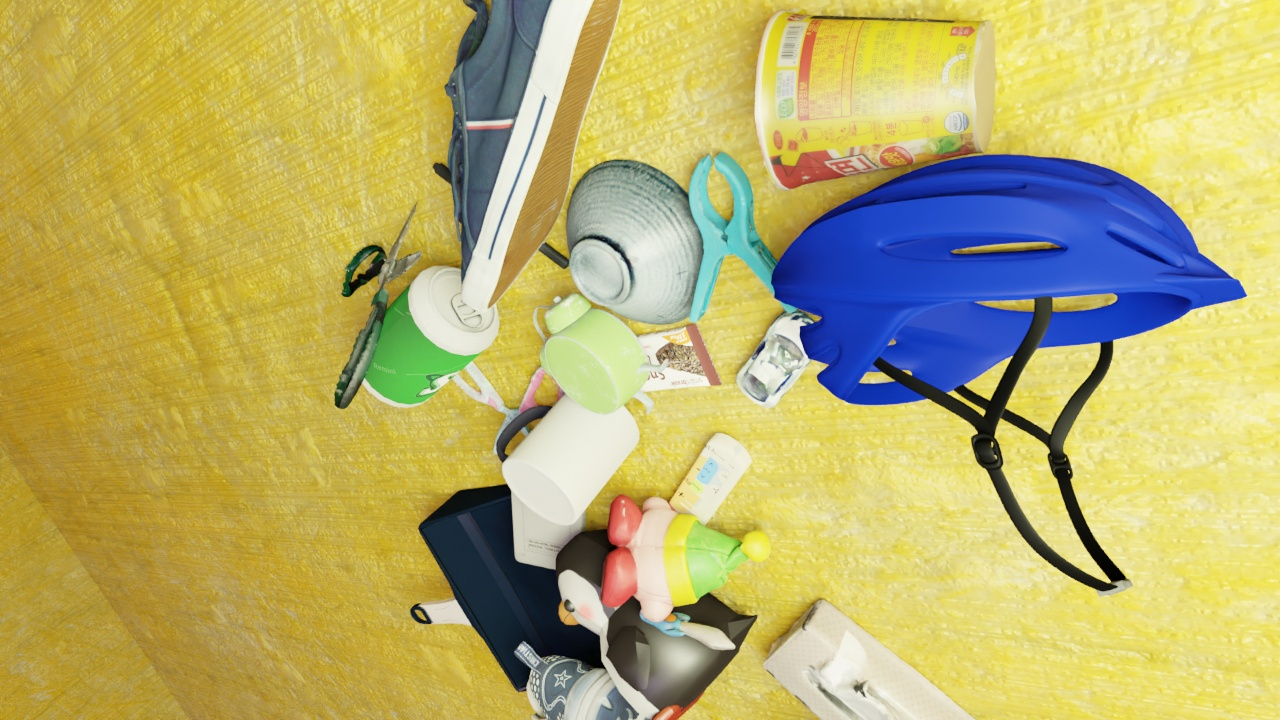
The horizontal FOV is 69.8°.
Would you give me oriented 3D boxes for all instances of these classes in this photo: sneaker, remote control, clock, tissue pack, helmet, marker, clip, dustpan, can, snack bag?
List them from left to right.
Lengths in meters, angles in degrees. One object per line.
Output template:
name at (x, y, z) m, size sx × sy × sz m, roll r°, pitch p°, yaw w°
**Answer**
can at (-0.198, -0.020, 0.845) m, size 0.140 × 0.087 × 0.088 m, roll -36°, pitch 93°, yaw 39°
sneaker at (-0.110, -0.169, 0.670) m, size 0.127 × 0.120 × 0.295 m, roll 26°, pitch 130°, yaw 6°
marker at (-0.119, -0.124, 0.776) m, size 0.152 × 0.011 × 0.011 m, roll 37°, pitch 136°, yaw 12°
dustpan at (-0.153, 0.262, 1.021) m, size 0.274 × 0.079 × 0.236 m, roll -14°, pitch 109°, yaw 44°
remote control at (-0.091, 0.145, 0.914) m, size 0.074 × 0.019 × 0.151 m, roll 9°, pitch 121°, yaw 13°
sneaker at (-0.061, 0.381, 0.984) m, size 0.132 × 0.103 × 0.270 m, roll 23°, pitch 149°, yaw 23°
clock at (-0.041, -0.004, 0.743) m, size 0.119 × 0.042 × 0.095 m, roll 37°, pitch 146°, yaw 17°
snack bag at (-0.004, 0.005, 0.770) m, size 0.158 × 0.013 × 0.057 m, roll -7°, pitch 115°, yaw 42°
remote control at (0.057, 0.107, 0.789) m, size 0.038 × 0.018 × 0.126 m, roll 39°, pitch 138°, yaw 11°
clip at (0.055, -0.085, 0.642) m, size 0.097 × 0.026 × 0.116 m, roll -7°, pitch 111°, yaw 23°
tissue pack at (0.195, 0.291, 0.772) m, size 0.181 × 0.071 × 0.104 m, roll 41°, pitch 138°, yaw 13°
helmet at (0.178, 0.006, 0.485) m, size 0.242 × 0.147 × 0.227 m, roll -9°, pitch 77°, yaw 37°

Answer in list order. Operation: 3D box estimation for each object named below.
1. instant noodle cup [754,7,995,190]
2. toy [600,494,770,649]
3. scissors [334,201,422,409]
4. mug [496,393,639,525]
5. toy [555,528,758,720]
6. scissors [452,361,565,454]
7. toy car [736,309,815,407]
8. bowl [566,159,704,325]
instant noodle cup at (0.132, -0.144, 0.505) m, size 0.113 × 0.100 × 0.100 m, roll 6°, pitch 122°, yaw 27°
toy at (0.035, 0.172, 0.773) m, size 0.131 × 0.124 × 0.097 m, roll 10°, pitch 149°, yaw -6°
scissors at (-0.254, -0.047, 0.845) m, size 0.015 × 0.205 × 0.202 m, roll 25°, pitch 159°, yaw -31°
mug at (-0.073, 0.076, 0.805) m, size 0.112 × 0.096 × 0.079 m, roll 18°, pitch 141°, yaw 30°
toy at (0.003, 0.226, 0.853) m, size 0.184 × 0.159 × 0.140 m, roll 44°, pitch 98°, yaw 20°
scissors at (-0.131, 0.038, 0.898) m, size 0.177 × 0.013 × 0.171 m, roll 41°, pitch 139°, yaw 6°
toy car at (0.100, 0.001, 0.673) m, size 0.039 × 0.027 × 0.090 m, roll 41°, pitch 136°, yaw 12°
bowl at (-0.016, -0.077, 0.692) m, size 0.137 × 0.057 × 0.137 m, roll 21°, pitch 130°, yaw 27°
